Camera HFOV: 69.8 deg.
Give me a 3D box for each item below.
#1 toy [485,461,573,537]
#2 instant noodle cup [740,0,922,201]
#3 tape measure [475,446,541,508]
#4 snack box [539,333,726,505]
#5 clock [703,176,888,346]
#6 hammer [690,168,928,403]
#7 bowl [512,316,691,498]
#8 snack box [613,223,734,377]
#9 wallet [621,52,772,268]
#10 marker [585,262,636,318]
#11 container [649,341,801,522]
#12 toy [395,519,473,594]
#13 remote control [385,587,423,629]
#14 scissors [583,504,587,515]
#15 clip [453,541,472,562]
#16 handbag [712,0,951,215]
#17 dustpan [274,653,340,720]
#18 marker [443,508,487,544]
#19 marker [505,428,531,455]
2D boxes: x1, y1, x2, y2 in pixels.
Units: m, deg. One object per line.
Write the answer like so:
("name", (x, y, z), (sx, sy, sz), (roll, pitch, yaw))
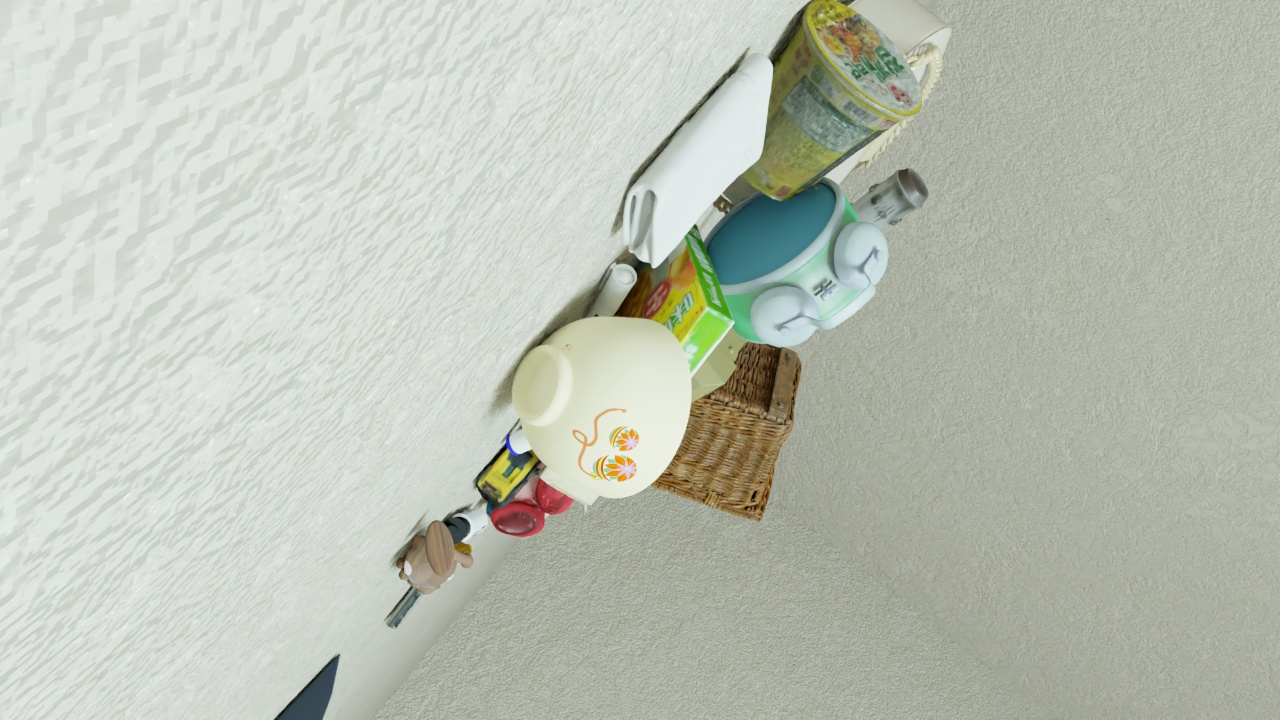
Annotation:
("toy", (-0.108, 0.142, 0.976), (0.124, 0.097, 0.131), (-46, -162, 9))
("instant noodle cup", (0.117, -0.169, 0.620), (0.108, 0.102, 0.102), (-43, -176, 43))
("tape measure", (-0.113, 0.100, 0.810), (0.062, 0.038, 0.067), (-51, 177, -19))
("snack box", (-0.005, 0.005, 0.805), (0.208, 0.055, 0.153), (-53, -168, 22))
("clock", (0.114, -0.065, 0.663), (0.122, 0.075, 0.161), (-39, -149, 2))
("hammer", (0.136, -0.086, 0.904), (0.326, 0.100, 0.189), (-33, -171, 37))
("bowl", (-0.036, 0.022, 0.570), (0.074, 0.118, 0.118), (17, 119, -41))
("snack box", (0.006, -0.021, 0.662), (0.132, 0.027, 0.167), (-52, -158, 21))
("wallet", (0.031, -0.114, 0.520), (0.116, 0.032, 0.086), (-48, 165, -24))
("marker", (-0.033, -0.029, 0.663), (0.017, 0.020, 0.134), (-45, 176, -33))
("container", (0.075, 0.054, 1.136), (0.161, 0.250, 0.184), (-71, -179, -46))
("toy", (-0.157, 0.151, 0.691), (0.055, 0.041, 0.102), (-13, 163, -3))
("remote control", (-0.214, 0.217, 0.939), (0.136, 0.013, 0.033), (-53, 178, 2))
("scissors", (-0.060, 0.081, 0.976), (0.122, 0.019, 0.149), (-90, 180, -58))
("clip", (-0.179, 0.183, 0.890), (0.052, 0.035, 0.046), (-49, -176, -19))
("handbag", (0.159, -0.213, 0.779), (0.208, 0.103, 0.211), (-37, 167, -49))
("dustpan", (-0.331, 0.405, 0.727), (0.237, 0.080, 0.272), (-54, 177, 34))
("marker", (-0.160, 0.150, 0.832), (0.025, 0.025, 0.126), (-51, 177, -5))
("marker", (-0.048, 0.043, 0.730), (0.142, 0.020, 0.020), (-25, -170, 27))
